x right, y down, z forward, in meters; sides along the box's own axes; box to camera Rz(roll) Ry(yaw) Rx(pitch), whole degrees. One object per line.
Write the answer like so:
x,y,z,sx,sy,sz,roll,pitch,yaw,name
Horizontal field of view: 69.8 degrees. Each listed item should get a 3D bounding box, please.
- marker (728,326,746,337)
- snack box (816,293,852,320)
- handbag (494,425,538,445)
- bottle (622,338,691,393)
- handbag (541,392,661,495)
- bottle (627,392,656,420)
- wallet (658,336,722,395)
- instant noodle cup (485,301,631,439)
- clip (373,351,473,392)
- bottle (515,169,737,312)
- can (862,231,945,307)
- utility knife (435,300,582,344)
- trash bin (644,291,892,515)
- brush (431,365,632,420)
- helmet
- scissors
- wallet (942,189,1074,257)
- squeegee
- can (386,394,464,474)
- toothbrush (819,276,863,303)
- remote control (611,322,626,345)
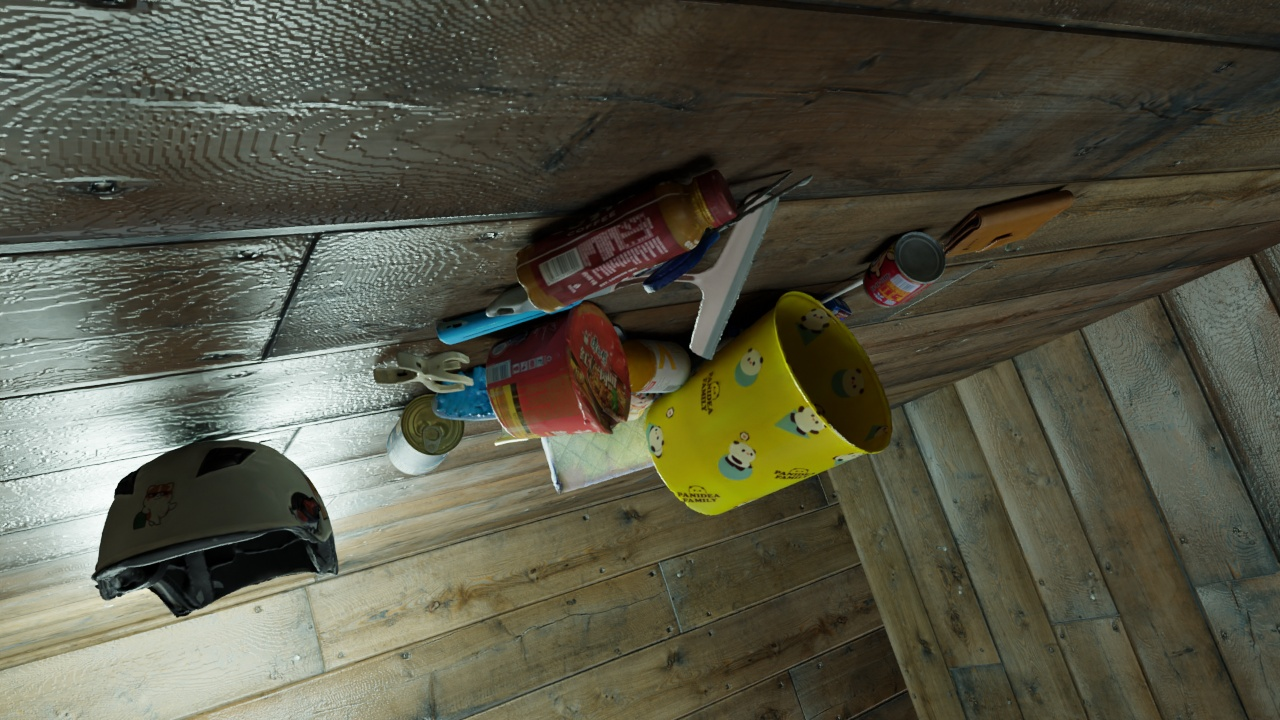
0.162,-0.037,1.309,0.017,0.017,0.145,-25,166,28,marker
0.218,-0.040,1.304,0.157,0.026,0.084,-33,162,21,snack box
-0.094,0.068,1.218,0.163,0.063,0.179,-10,-179,-39,handbag
-0.007,0.007,1.137,0.068,0.068,0.189,-25,166,30,bottle
-0.051,0.109,1.367,0.193,0.134,0.076,-17,169,-10,handbag
-0.006,0.036,1.283,0.063,0.063,0.109,-10,150,-35,bottle
0.069,0.006,1.309,0.097,0.019,0.121,-36,171,-13,wallet
-0.087,0.017,0.949,0.109,0.138,0.137,-14,170,23,instant noodle cup
-0.219,0.012,0.942,0.071,0.034,0.100,-27,160,37,clip
-0.011,-0.094,0.716,0.175,0.057,0.057,-22,167,18,bottle
0.316,-0.107,1.108,0.066,0.066,0.094,-15,167,-16,can
-0.078,-0.057,0.883,0.238,0.018,0.034,-17,167,-11,utility knife
0.158,0.072,1.212,0.256,0.229,0.229,-35,161,32,trash bin
-0.105,0.034,1.123,0.314,0.060,0.110,-7,170,-25,brush
-0.451,0.164,0.984,0.230,0.156,0.274,-16,157,-1,helmet
0.056,-0.104,0.752,0.165,0.012,0.161,-12,-153,48,scissors
0.445,-0.166,1.133,0.130,0.035,0.119,-15,161,-14,wallet
-0.023,-0.069,0.857,0.249,0.040,0.248,-8,148,-18,squeegee
-0.266,0.093,1.126,0.075,0.075,0.111,-12,166,-28,can
0.282,-0.105,1.199,0.181,0.016,0.016,-29,166,33,toothbrush
-0.082,-0.010,1.034,0.136,0.024,0.053,-25,142,5,remote control
